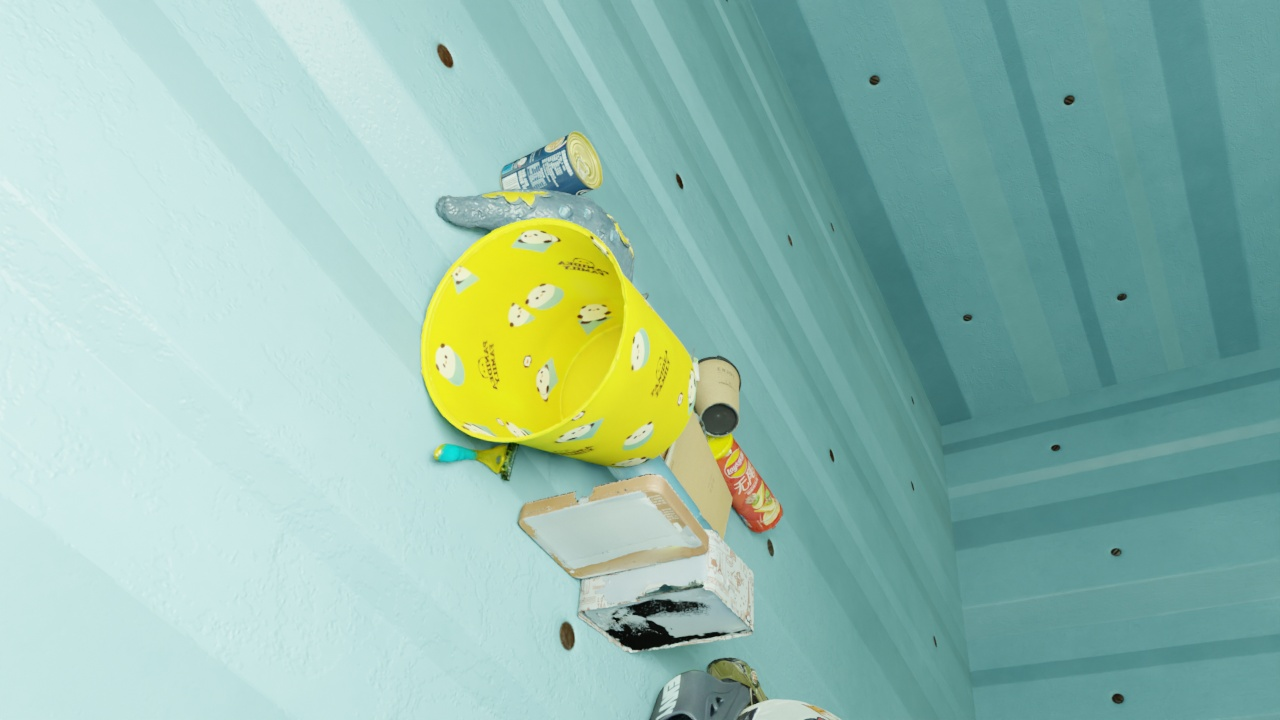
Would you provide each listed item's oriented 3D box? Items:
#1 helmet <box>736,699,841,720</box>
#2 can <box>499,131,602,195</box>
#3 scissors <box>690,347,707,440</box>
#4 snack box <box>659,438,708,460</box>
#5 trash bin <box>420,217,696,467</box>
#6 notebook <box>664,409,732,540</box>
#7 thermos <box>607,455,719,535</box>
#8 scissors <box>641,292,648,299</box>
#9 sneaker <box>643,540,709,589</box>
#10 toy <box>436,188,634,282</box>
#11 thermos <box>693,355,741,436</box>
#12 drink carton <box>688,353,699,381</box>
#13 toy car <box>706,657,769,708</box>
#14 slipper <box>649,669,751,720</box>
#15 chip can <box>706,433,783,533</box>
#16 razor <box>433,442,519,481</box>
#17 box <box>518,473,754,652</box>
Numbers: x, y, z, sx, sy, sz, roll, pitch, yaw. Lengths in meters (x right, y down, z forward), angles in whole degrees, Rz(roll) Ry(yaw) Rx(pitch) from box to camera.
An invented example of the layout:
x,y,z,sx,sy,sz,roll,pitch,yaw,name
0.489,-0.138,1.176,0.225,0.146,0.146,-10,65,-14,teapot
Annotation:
x,y,z,sx,sy,sz,roll,pitch,yaw,name
0.172,0.528,1.182,0.273,0.230,0.157,20,16,-38,helmet
-0.114,-0.234,1.164,0.075,0.111,0.075,40,40,-46,can
0.070,0.062,1.330,0.159,0.014,0.180,59,36,-42,scissors
0.031,0.123,1.313,0.178,0.046,0.182,57,30,-32,snack box
-0.067,0.003,0.994,0.255,0.230,0.229,35,44,-60,trash bin
0.084,0.181,1.306,0.149,0.012,0.211,-69,143,-46,notebook
0.012,0.155,1.139,0.220,0.070,0.070,54,22,13,thermos
-0.024,-0.057,1.304,0.224,0.022,0.204,-3,52,-56,scissors
0.066,0.280,1.223,0.242,0.090,0.090,54,15,-27,sneaker
-0.083,-0.124,1.118,0.356,0.138,0.091,40,-2,-38,toy
0.118,0.057,1.447,0.093,0.093,0.143,61,12,-23,thermos
0.041,0.005,1.398,0.122,0.054,0.045,30,52,-56,drink carton
0.144,0.481,1.289,0.158,0.070,0.042,61,28,-17,toy car
0.056,0.427,1.120,0.083,0.111,0.267,61,17,15,slipper
0.161,0.196,1.503,0.216,0.073,0.073,53,31,-37,chip can
-0.171,0.097,0.931,0.132,0.028,0.043,18,89,-63,razor
0.000,0.229,1.024,0.261,0.177,0.082,52,31,-40,box
